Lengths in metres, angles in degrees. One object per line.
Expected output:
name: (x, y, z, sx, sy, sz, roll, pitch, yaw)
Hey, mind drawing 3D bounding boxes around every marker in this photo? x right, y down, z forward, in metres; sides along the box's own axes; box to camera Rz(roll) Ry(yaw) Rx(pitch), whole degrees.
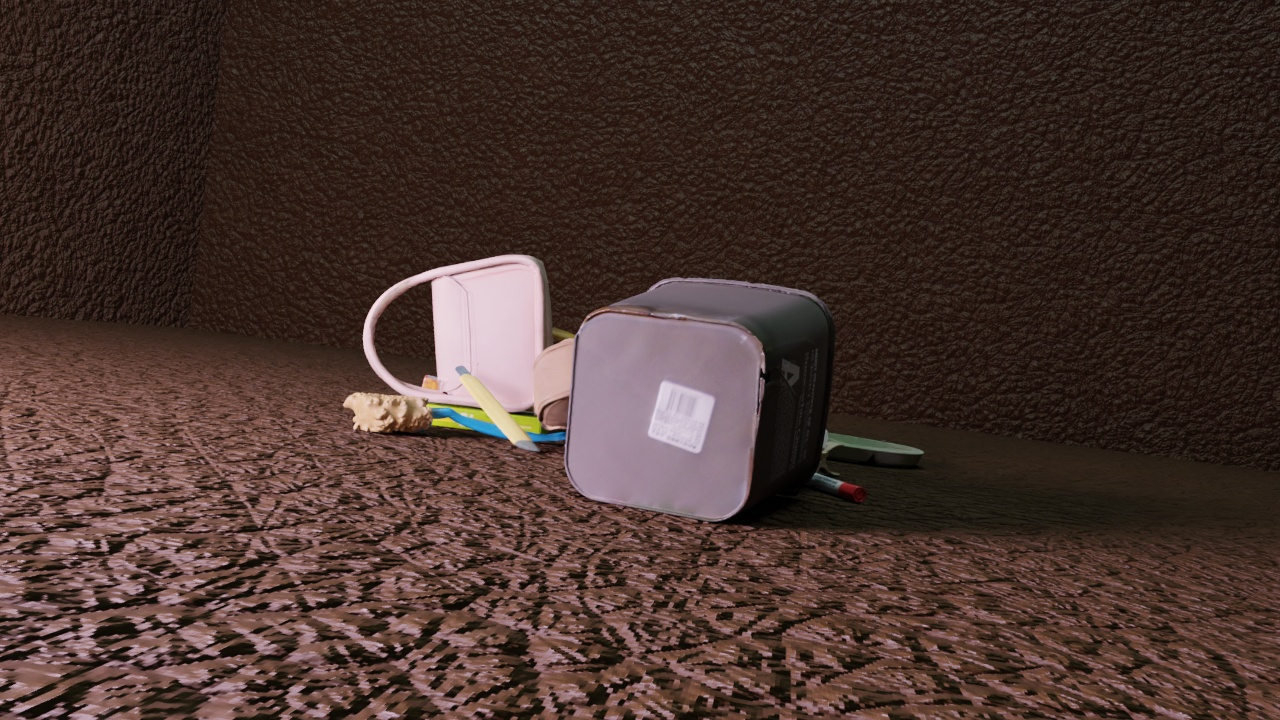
marker: (0.188, 0.127, 0.959, 0.017, 0.017, 0.145, 7, 0, -21)

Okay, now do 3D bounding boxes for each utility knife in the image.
utility knife: (-0.164, 0.049, 1.021, 0.031, 0.019, 0.176, 10, 29, -46)

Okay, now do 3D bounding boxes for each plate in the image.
plate: (0.316, 0.134, 1.409, 0.230, 0.027, 0.230, 7, 0, 0)

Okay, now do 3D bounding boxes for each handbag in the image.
handbag: (-0.226, -0.031, 1.130, 0.234, 0.193, 0.093, -3, 0, -2)
handbag: (-0.024, 0.023, 1.032, 0.204, 0.099, 0.148, 2, -25, -24)

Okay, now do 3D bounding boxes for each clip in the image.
clip: (0.205, 0.106, 1.079, 0.103, 0.076, 0.035, -8, 11, -41)

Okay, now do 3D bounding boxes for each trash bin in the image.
trash bin: (0.052, 0.031, 0.788, 0.199, 0.199, 0.219, 7, 7, 18)

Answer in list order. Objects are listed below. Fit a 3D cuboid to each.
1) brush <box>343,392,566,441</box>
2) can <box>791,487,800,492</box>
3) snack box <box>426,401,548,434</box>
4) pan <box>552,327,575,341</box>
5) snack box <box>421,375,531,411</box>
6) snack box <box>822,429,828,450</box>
brush: (-0.199, 0.071, 1.021, 0.254, 0.046, 0.083, 11, -4, -24)
can: (0.091, 0.094, 0.928, 0.147, 0.058, 0.058, 7, 1, 17)
snack box: (-0.196, 0.072, 1.146, 0.156, 0.026, 0.086, 7, 1, 1)
pan: (-0.007, 0.007, 1.230, 0.358, 0.078, 0.197, 9, 16, 16)
snack box: (-0.237, 0.054, 1.325, 0.155, 0.027, 0.077, 16, -1, -12)
snack box: (0.107, 0.068, 0.959, 0.157, 0.026, 0.085, 27, -38, -8)
